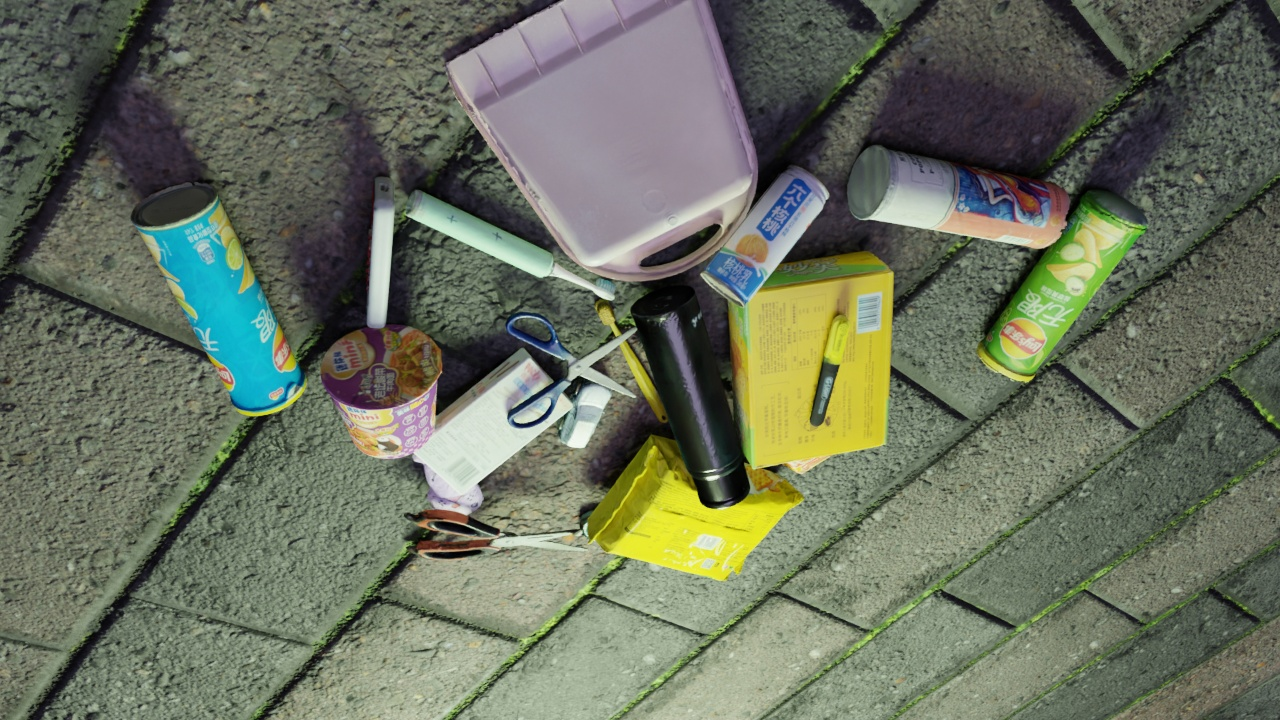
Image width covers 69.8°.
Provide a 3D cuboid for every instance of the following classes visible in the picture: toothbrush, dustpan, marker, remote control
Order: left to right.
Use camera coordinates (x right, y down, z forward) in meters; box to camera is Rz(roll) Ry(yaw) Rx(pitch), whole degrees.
[{"bbox_3d":[-0.234,-0.095,0.822,0.020,0.055,0.136,2,129,-19],"label":"remote control"},{"bbox_3d":[-0.115,-0.102,0.867,0.224,0.027,0.027,24,155,-30],"label":"toothbrush"},{"bbox_3d":[-0.014,-0.195,0.830,0.223,0.138,0.273,-23,103,6],"label":"dustpan"},{"bbox_3d":[-0.006,0.006,0.991,0.016,0.016,0.190,-24,131,5],"label":"toothbrush"},{"bbox_3d":[0.192,0.013,0.932,0.018,0.015,0.124,5,115,-8],"label":"marker"}]

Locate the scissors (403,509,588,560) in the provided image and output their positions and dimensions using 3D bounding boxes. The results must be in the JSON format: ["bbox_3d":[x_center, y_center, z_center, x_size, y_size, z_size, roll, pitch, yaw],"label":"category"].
[{"bbox_3d":[-0.177,0.208,1.072,0.226,0.015,0.190,25,140,-29],"label":"scissors"}]

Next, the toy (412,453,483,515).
[{"bbox_3d":[-0.208,0.137,1.032,0.084,0.039,0.108,-5,129,-9],"label":"toy"}]

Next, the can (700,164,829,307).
[{"bbox_3d":[0.119,-0.118,0.870,0.053,0.053,0.134,39,89,-36],"label":"can"}]

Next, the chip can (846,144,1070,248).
[{"bbox_3d":[0.315,-0.158,0.904,0.214,0.071,0.071,6,127,-20],"label":"chip can"}]

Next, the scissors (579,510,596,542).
[{"bbox_3d":[0.017,0.182,1.143,0.170,0.019,0.181,10,124,-21],"label":"scissors"}]

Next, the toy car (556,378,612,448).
[{"bbox_3d":[-0.062,0.058,1.010,0.043,0.034,0.091,14,123,-20],"label":"toy car"}]

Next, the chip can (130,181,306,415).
[{"bbox_3d":[-0.368,-0.049,0.814,0.071,0.071,0.210,-13,131,-5],"label":"chip can"}]

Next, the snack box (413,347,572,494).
[{"bbox_3d":[-0.157,0.066,0.970,0.157,0.027,0.085,-39,126,-1],"label":"snack box"}]

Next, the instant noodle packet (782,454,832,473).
[{"bbox_3d":[0.193,0.078,1.087,0.111,0.044,0.128,-33,129,16],"label":"instant noodle packet"}]

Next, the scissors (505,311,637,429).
[{"bbox_3d":[-0.077,0.011,0.945,0.173,0.012,0.162,30,105,-30],"label":"scissors"}]

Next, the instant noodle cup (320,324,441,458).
[{"bbox_3d":[-0.248,0.037,0.900,0.111,0.111,0.099,-5,137,-11],"label":"instant noodle cup"}]

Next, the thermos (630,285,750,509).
[{"bbox_3d":[0.057,0.038,0.974,0.068,0.089,0.243,-13,117,12],"label":"thermos"}]

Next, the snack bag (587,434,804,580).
[{"bbox_3d":[0.066,0.188,1.108,0.246,0.068,0.158,20,117,-32],"label":"snack bag"}]

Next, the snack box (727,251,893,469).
[{"bbox_3d":[0.178,0.000,0.971,0.157,0.070,0.210,-9,117,-8],"label":"snack box"}]

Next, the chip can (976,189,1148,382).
[{"bbox_3d":[0.459,-0.080,1.006,0.072,0.072,0.222,10,126,-22],"label":"chip can"}]
